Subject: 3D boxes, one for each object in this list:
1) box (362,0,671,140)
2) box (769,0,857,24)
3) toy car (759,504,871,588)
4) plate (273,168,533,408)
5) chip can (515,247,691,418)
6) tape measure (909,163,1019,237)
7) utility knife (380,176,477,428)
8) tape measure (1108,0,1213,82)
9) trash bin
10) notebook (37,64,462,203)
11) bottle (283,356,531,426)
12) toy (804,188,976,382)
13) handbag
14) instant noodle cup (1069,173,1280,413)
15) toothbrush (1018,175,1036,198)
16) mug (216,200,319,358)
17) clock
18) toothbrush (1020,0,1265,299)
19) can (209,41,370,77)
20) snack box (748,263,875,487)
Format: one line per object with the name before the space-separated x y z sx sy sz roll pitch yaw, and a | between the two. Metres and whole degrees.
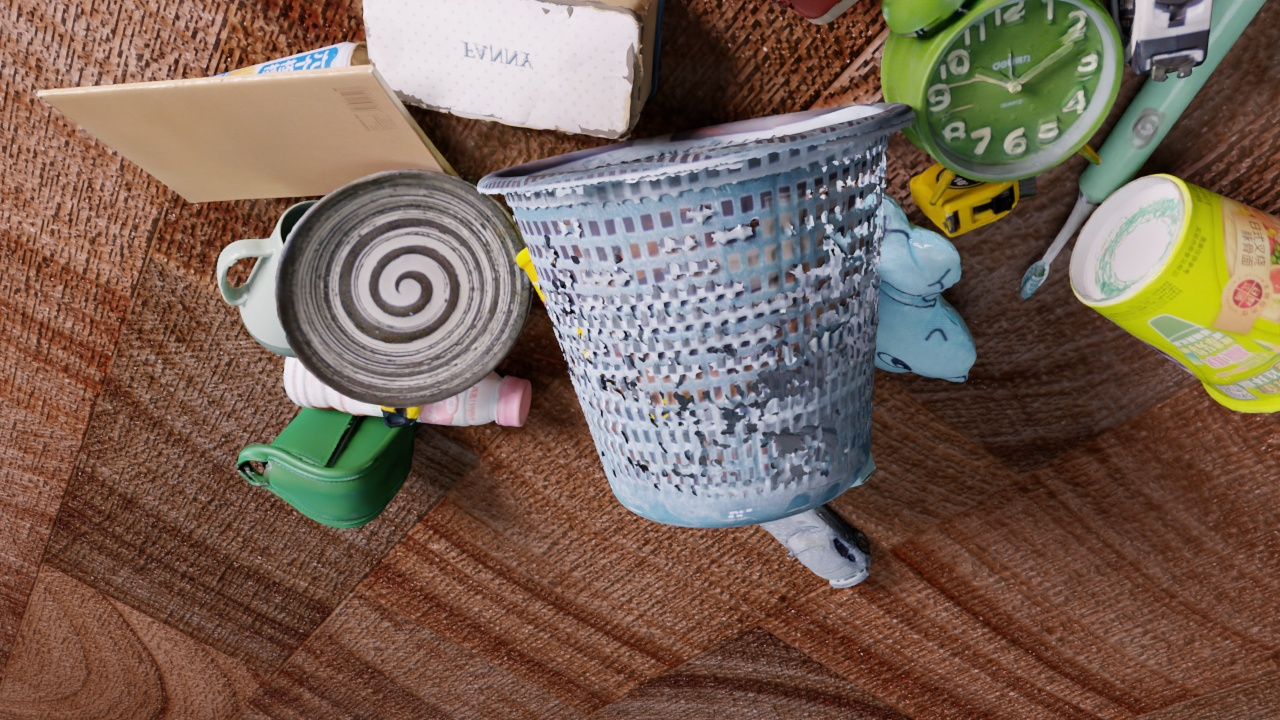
box | -0.069 -0.190 0.544 0.184 0.061 0.090 12 134 4
box | 0.109 -0.243 0.408 0.169 0.091 0.076 -32 157 36
toy car | 0.151 0.154 0.804 0.120 0.036 0.054 43 129 -18
plate | -0.164 -0.050 0.652 0.179 0.024 0.180 -9 118 -18
chip can | -0.004 0.004 0.635 0.072 0.071 0.213 -26 95 34
tape measure | 0.195 -0.098 0.547 0.057 0.060 0.029 -22 123 2
utility knife | -0.156 -0.037 0.690 0.033 0.015 0.215 17 113 -18
tape measure | 0.255 -0.179 0.451 0.034 0.065 0.066 -6 124 14
trash bin | 0.041 -0.025 0.508 0.227 0.226 0.195 -4 107 20
notebook | -0.241 -0.141 0.597 0.211 0.012 0.149 -1 165 8
bottle | -0.190 0.019 0.761 0.197 0.068 0.068 9 133 7
toy | 0.162 -0.041 0.602 0.161 0.049 0.156 34 157 1
handbag | -0.263 0.076 0.793 0.120 0.131 0.068 15 124 9
instant noodle cup | 0.316 -0.043 0.515 0.123 0.111 0.112 23 134 -13
toothbrush | 0.210 -0.169 0.511 0.017 0.012 0.186 -8 128 15
mug | -0.261 -0.058 0.690 0.111 0.082 0.107 5 147 -41
clock | 0.186 -0.163 0.471 0.116 0.056 0.161 -14 127 10
toothbrush | 0.278 -0.122 0.522 0.026 0.027 0.225 31 135 12
can | -0.232 -0.173 0.610 0.135 0.053 0.053 -5 129 21
snack box | 0.091 0.009 0.619 0.074 0.051 0.175 -21 87 26
